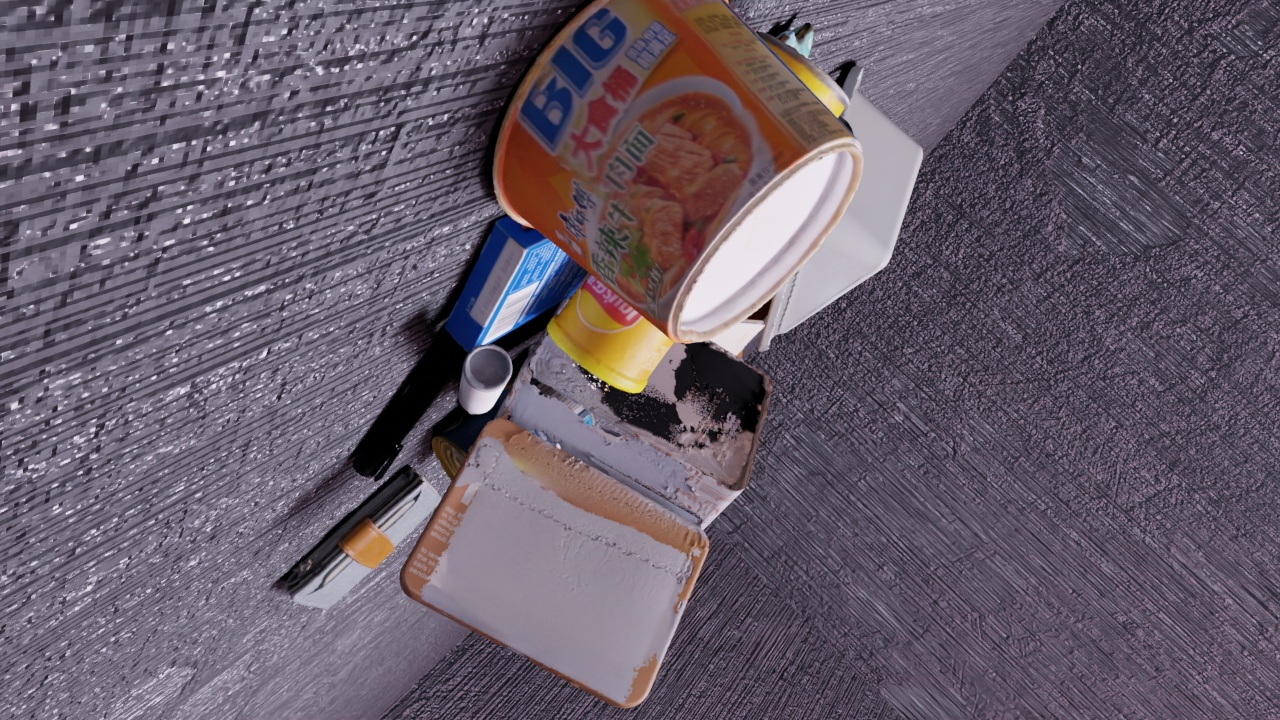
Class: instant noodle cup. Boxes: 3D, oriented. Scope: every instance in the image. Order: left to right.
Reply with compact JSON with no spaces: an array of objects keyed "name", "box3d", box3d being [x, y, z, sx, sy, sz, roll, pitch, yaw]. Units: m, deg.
[{"name":"instant noodle cup","box3d":[0.023,-0.087,0.431,0.151,0.111,0.151,-38,161,-16]}]

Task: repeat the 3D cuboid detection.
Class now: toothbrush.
[{"name":"toothbrush","box3d":[-0.104,0.020,0.596,0.026,0.026,0.221,-2,172,-12]}]

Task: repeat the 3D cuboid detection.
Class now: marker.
[{"name":"marker","box3d":[-0.139,0.026,0.571,0.132,0.022,0.020,-49,165,23]}]

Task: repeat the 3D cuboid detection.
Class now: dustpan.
[{"name":"dustpan","box3d":[0.177,-0.167,0.943,0.258,0.142,0.222,-30,-149,57]}]

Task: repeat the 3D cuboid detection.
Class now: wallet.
[{"name":"wallet","box3d":[-0.215,0.146,0.733,0.129,0.037,0.107,-44,173,-15]}]

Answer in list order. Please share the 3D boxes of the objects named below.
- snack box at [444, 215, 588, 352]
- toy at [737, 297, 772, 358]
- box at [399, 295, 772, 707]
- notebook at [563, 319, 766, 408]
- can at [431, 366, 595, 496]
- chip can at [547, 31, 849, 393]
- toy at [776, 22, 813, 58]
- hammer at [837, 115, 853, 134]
[{"name":"snack box","box3d":[-0.047,-0.067,0.560,0.156,0.026,0.085,-37,167,-50]},{"name":"toy","box3d":[0.081,-0.049,1.018,0.199,0.131,0.140,-54,138,-23]},{"name":"box","box3d":[-0.026,0.082,0.637,0.103,0.178,0.260,-54,-172,44]},{"name":"notebook","box3d":[-0.005,0.005,0.832,0.206,0.010,0.146,2,143,-34]},{"name":"can","box3d":[-0.099,0.059,0.734,0.111,0.075,0.075,-39,170,-27]},{"name":"chip can","box3d":[0.032,-0.084,0.545,0.213,0.072,0.072,-53,171,12]},{"name":"toy","box3d":[0.084,-0.190,0.628,0.096,0.030,0.092,-24,154,-50]},{"name":"hammer","box3d":[0.105,-0.137,0.836,0.128,0.033,0.301,-47,-177,-22]}]
